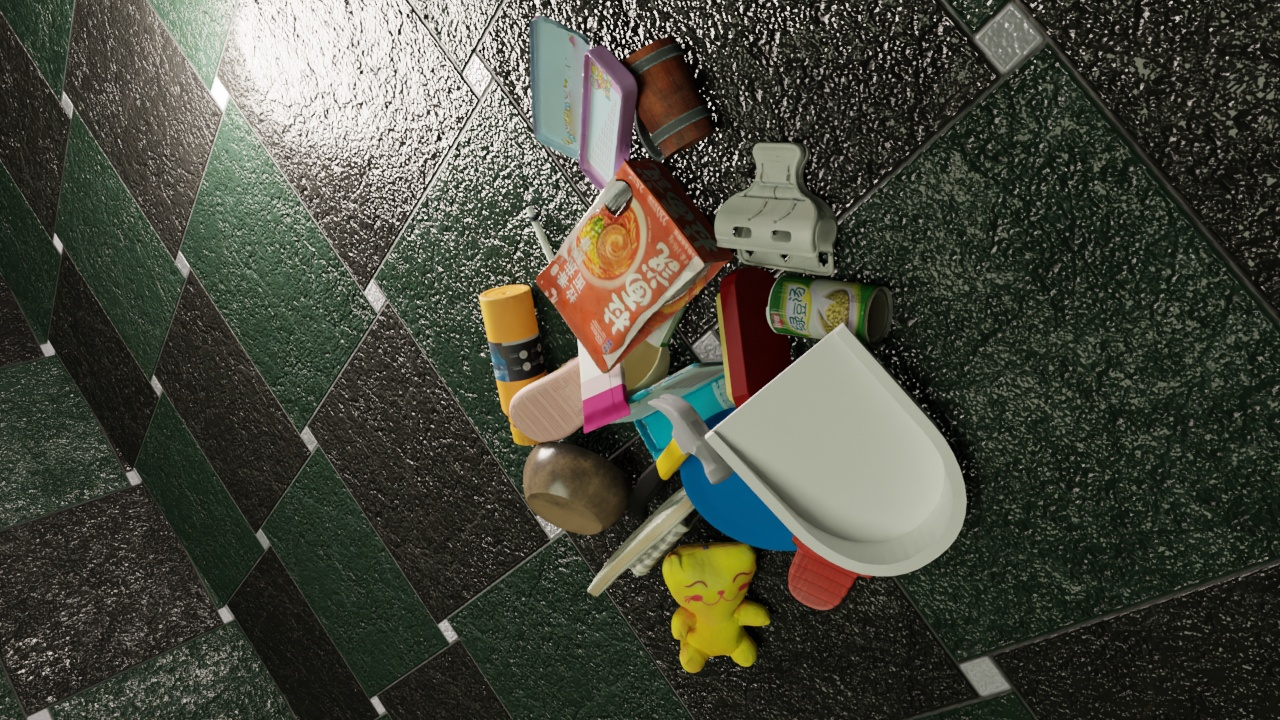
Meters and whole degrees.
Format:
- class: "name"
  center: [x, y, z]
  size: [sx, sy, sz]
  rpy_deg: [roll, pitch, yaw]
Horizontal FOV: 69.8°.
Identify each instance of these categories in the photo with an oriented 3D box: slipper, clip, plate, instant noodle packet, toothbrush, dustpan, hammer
- class: "slipper"
  center: [-0.093, 0.042, 1.300]
  size: [0.198, 0.081, 0.093]
  rpy_deg: [-31, 104, 21]
- class: "clip"
  center: [0.144, -0.160, 0.991]
  size: [0.127, 0.105, 0.152]
  rpy_deg: [12, 128, 34]
- class: "plate"
  center: [0.160, 0.142, 1.124]
  size: [0.224, 0.024, 0.225]
  rpy_deg: [9, 125, 14]
- class: "slipper"
  center: [0.233, 0.224, 1.094]
  size: [0.103, 0.059, 0.249]
  rpy_deg: [20, 128, 13]
- class: "instant noodle packet"
  center: [-0.021, -0.111, 1.111]
  size: [0.221, 0.083, 0.164]
  rpy_deg: [-45, 73, 30]
- class: "toothbrush"
  center: [-0.120, -0.127, 1.278]
  size: [0.012, 0.017, 0.187]
  rpy_deg: [-18, 97, 41]
- class: "slipper"
  center: [0.014, 0.253, 1.274]
  size: [0.054, 0.114, 0.273]
  rpy_deg: [46, 124, 5]
- class: "dustpan"
  center: [0.228, 0.118, 0.979]
  size: [0.192, 0.053, 0.257]
  rpy_deg: [-41, 106, 17]
- class: "hammer"
  center: [0.028, 0.138, 1.157]
  size: [0.127, 0.029, 0.324]
  rpy_deg: [59, 157, 15]

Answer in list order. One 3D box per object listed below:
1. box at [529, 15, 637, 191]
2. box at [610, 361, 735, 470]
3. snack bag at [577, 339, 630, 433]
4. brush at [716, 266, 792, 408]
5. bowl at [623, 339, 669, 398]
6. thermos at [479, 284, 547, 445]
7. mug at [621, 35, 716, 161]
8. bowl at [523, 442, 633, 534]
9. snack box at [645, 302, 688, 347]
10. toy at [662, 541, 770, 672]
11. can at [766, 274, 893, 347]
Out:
- class: "box"
  center: [-0.069, -0.294, 1.078]
  size: [0.151, 0.040, 0.215]
  rpy_deg: [38, 157, 12]
- class: "box"
  center: [0.061, 0.059, 1.167]
  size: [0.168, 0.086, 0.228]
  rpy_deg: [34, 140, -23]
- class: "snack bag"
  center: [-0.050, -0.003, 1.168]
  size: [0.070, 0.016, 0.196]
  rpy_deg: [-24, 53, 23]
- class: "brush"
  center: [0.127, -0.017, 1.037]
  size: [0.042, 0.082, 0.173]
  rpy_deg: [-19, 72, 47]
- class: "bowl"
  center: [-0.007, 0.007, 1.197]
  size: [0.118, 0.117, 0.074]
  rpy_deg: [12, 161, 37]
- class: "thermos"
  center: [-0.177, 0.006, 1.361]
  size: [0.076, 0.091, 0.233]
  rpy_deg: [-5, 109, 13]
- class: "mug"
  center: [0.022, -0.289, 1.042]
  size: [0.111, 0.081, 0.118]
  rpy_deg: [61, 153, -5]
- class: "bowl"
  center: [-0.097, 0.191, 1.322]
  size: [0.162, 0.070, 0.162]
  rpy_deg: [16, 147, 11]
- class: "snack box"
  center: [-0.008, -0.112, 1.149]
  size: [0.168, 0.027, 0.132]
  rpy_deg: [32, 105, 26]
- class: "toy"
  center: [0.104, 0.328, 1.255]
  size: [0.134, 0.087, 0.194]
  rpy_deg: [-9, 114, -1]
- class: "can"
  center: [0.204, -0.055, 0.995]
  size: [0.121, 0.067, 0.067]
  rpy_deg: [11, 117, 37]
